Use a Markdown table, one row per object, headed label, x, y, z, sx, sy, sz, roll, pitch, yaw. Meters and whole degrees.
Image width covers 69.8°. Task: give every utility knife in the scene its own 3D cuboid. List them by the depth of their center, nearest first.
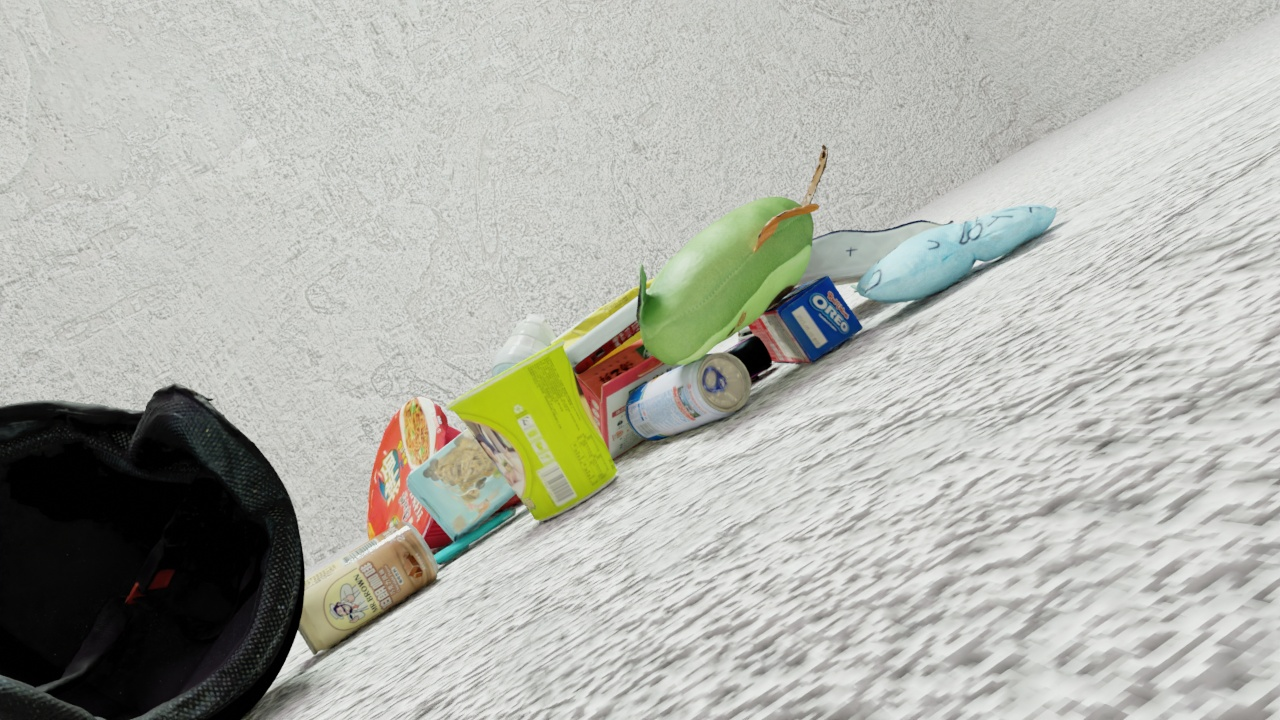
| label | x | y | z | sx | sy | sz | roll | pitch | yaw |
| --- | --- | --- | --- | --- | --- | --- | --- | --- | --- |
| utility knife | -0.184 | 0.183 | 0.850 | 0.186 | 0.013 | 0.029 | -29 | -3 | -37 |

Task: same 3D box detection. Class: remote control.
| label | x | y | z | sx | sy | sz | roll | pitch | yaw |
| --- | --- | --- | --- | --- | --- | --- | --- | --- | --- |
| remote control | -0.012 | -0.034 | 0.843 | 0.136 | 0.020 | 0.056 | -36 | -11 | -4 |

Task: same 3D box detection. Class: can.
| label | x | y | z | sx | sy | sz | roll | pitch | yaw |
| --- | --- | --- | --- | --- | --- | --- | --- | --- | --- |
| can | -0.229 | 0.185 | 0.755 | 0.116 | 0.058 | 0.059 | -31 | 1 | -27 |
| can | 0.038 | 0.032 | 0.781 | 0.053 | 0.053 | 0.135 | -31 | 1 | -29 |

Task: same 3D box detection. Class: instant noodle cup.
| label | x | y | z | sx | sy | sz | roll | pitch | yaw |
| --- | --- | --- | --- | --- | --- | --- | --- | --- | --- |
| instant noodle cup | -0.082 | 0.063 | 0.763 | 0.112 | 0.123 | 0.111 | -30 | 3 | 1 |
| instant noodle cup | -0.244 | 0.141 | 1.047 | 0.065 | 0.193 | 0.194 | 15 | -29 | -34 |

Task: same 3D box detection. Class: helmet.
| label | x | y | z | sx | sy | sz | roll | pitch | yaw |
| --- | --- | --- | --- | --- | --- | --- | --- | --- | --- |
| helmet | -0.364 | 0.152 | 0.619 | 0.232 | 0.275 | 0.231 | -59 | -9 | -38 |

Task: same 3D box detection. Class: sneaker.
| label | x | y | z | sx | sy | sz | roll | pitch | yaw |
| --- | --- | --- | --- | --- | --- | --- | --- | --- | --- |
| sneaker | -0.124 | 0.042 | 1.065 | 0.243 | 0.089 | 0.090 | 92 | -170 | -52 |

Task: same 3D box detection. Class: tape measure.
| label | x | y | z | sx | sy | sz | roll | pitch | yaw |
| --- | --- | --- | --- | --- | --- | --- | --- | --- | --- |
| tape measure | 0.098 | 0.004 | 0.888 | 0.057 | 0.039 | 0.057 | -30 | -4 | 15 |

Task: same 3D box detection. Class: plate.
| label | x | y | z | sx | sy | sz | roll | pitch | yaw |
| --- | --- | --- | --- | --- | --- | --- | --- | --- | --- |
| plate | 0.219 | -0.105 | 0.949 | 0.205 | 0.045 | 0.205 | -9 | 1 | 0 |

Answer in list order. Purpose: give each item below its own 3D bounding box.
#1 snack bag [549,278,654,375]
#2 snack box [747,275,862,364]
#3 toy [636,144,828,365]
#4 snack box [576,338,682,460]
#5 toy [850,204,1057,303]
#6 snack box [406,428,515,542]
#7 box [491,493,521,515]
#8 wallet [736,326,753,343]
| label | x | y | z | sx | sy | sz | roll | pitch | yaw |
| --- | --- | --- | --- | --- | --- | --- | --- | --- | --- |
| snack bag | -0.006 | 0.006 | 0.993 | 0.158 | 0.068 | 0.247 | -34 | -21 | -11 |
| snack box | 0.147 | -0.034 | 0.856 | 0.057 | 0.058 | 0.207 | -33 | 1 | 0 |
| toy | 0.078 | -0.074 | 0.762 | 0.246 | 0.090 | 0.228 | -41 | -6 | -37 |
| snack box | -0.004 | 0.026 | 0.884 | 0.113 | 0.044 | 0.127 | -30 | -34 | -24 |
| toy | 0.247 | -0.086 | 0.749 | 0.161 | 0.050 | 0.157 | -24 | -1 | -45 |
| snack box | -0.140 | 0.095 | 0.910 | 0.174 | 0.074 | 0.052 | -40 | -10 | -24 |
| box | -0.151 | 0.112 | 1.039 | 0.202 | 0.098 | 0.095 | -29 | 3 | 44 |
| wallet | 0.183 | -0.050 | 1.238 | 0.107 | 0.037 | 0.129 | -19 | 5 | 17 |
